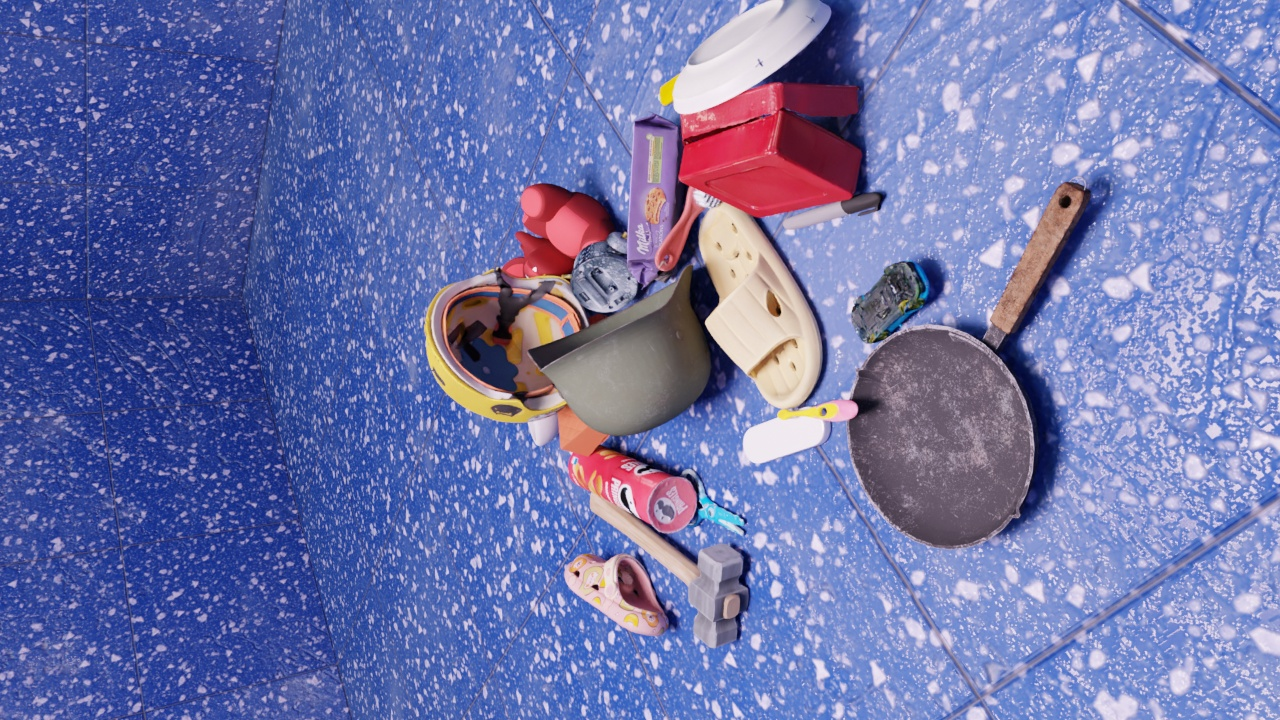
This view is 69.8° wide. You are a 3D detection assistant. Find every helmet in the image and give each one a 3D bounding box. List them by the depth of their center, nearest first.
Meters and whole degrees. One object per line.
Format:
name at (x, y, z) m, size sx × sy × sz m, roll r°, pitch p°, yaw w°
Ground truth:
helmet at (-0.007, 0.006, 1.093) m, size 0.227 × 0.267 × 0.154 m, roll -27°, pitch 89°, yaw 17°
helmet at (-0.186, -0.004, 1.233) m, size 0.140 × 0.239 × 0.209 m, roll -51°, pitch 46°, yaw 51°

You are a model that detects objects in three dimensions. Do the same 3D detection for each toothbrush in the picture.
toothbrush at (0.183, 0.053, 0.943) m, size 0.136 × 0.016 × 0.021 m, roll 167°, pitch 105°, yaw -65°

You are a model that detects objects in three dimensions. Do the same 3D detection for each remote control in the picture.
remote control at (0.161, 0.084, 1.025) m, size 0.137 × 0.013 × 0.043 m, roll -29°, pitch 70°, yaw 53°

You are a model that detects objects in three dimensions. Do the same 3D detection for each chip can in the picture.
chip can at (-0.018, 0.165, 1.238) m, size 0.233 × 0.073 × 0.073 m, roll 14°, pitch 105°, yaw 59°

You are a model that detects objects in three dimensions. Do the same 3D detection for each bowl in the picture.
bowl at (-0.147, 0.038, 1.405) m, size 0.177 × 0.066 × 0.176 m, roll 166°, pitch 91°, yaw -78°

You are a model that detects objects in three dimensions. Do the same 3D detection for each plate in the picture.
plate at (0.104, -0.319, 0.932) m, size 0.183 × 0.182 × 0.034 m, roll 5°, pitch 138°, yaw 56°

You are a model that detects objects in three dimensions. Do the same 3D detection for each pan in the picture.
pan at (0.296, 0.005, 0.797) m, size 0.207 × 0.040 × 0.358 m, roll 50°, pitch 132°, yaw 40°

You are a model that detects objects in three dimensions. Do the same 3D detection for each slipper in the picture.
slipper at (0.115, -0.070, 1.021) m, size 0.112 × 0.079 × 0.261 m, roll -46°, pitch 56°, yaw 44°
slipper at (-0.024, 0.310, 1.274) m, size 0.197 × 0.093 × 0.081 m, roll 24°, pitch 93°, yaw 51°

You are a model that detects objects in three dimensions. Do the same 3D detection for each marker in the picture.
marker at (0.196, -0.151, 0.947) m, size 0.139 × 0.016 × 0.022 m, roll -10°, pitch 109°, yaw 57°

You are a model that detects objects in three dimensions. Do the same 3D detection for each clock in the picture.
clock at (-0.036, -0.118, 1.211) m, size 0.130 × 0.090 × 0.052 m, roll -28°, pitch 34°, yaw 21°

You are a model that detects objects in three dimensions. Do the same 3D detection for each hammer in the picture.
hammer at (0.023, 0.248, 1.216) m, size 0.323 × 0.051 × 0.117 m, roll 28°, pitch 121°, yaw 53°

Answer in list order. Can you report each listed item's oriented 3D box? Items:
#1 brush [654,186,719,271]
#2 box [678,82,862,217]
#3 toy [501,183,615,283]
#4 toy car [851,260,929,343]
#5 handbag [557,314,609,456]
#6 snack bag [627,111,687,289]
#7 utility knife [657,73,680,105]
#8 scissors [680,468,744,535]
brush at (0.068, -0.178, 1.056) m, size 0.030 × 0.041 × 0.172 m, roll 28°, pitch 91°, yaw 52°
box at (0.129, -0.212, 0.937) m, size 0.158 × 0.136 × 0.122 m, roll 5°, pitch 97°, yaw 57°
toy at (-0.116, -0.149, 1.313) m, size 0.158 × 0.120 × 0.198 m, roll 36°, pitch 132°, yaw 4°
toy car at (0.240, -0.056, 0.877) m, size 0.048 × 0.032 × 0.106 m, roll 69°, pitch 152°, yaw 22°
handbag at (-0.065, 0.033, 1.290) m, size 0.109 × 0.060 × 0.171 m, roll -45°, pitch 39°, yaw 38°
snack bag at (0.023, -0.193, 1.125) m, size 0.058 × 0.096 × 0.205 m, roll 4°, pitch 100°, yaw 12°
utility knife at (0.063, -0.348, 1.119) m, size 0.156 × 0.017 × 0.030 m, roll -14°, pitch 77°, yaw 55°
scissors at (0.087, 0.195, 1.151) m, size 0.140 × 0.015 × 0.083 m, roll 29°, pitch 115°, yaw 49°
